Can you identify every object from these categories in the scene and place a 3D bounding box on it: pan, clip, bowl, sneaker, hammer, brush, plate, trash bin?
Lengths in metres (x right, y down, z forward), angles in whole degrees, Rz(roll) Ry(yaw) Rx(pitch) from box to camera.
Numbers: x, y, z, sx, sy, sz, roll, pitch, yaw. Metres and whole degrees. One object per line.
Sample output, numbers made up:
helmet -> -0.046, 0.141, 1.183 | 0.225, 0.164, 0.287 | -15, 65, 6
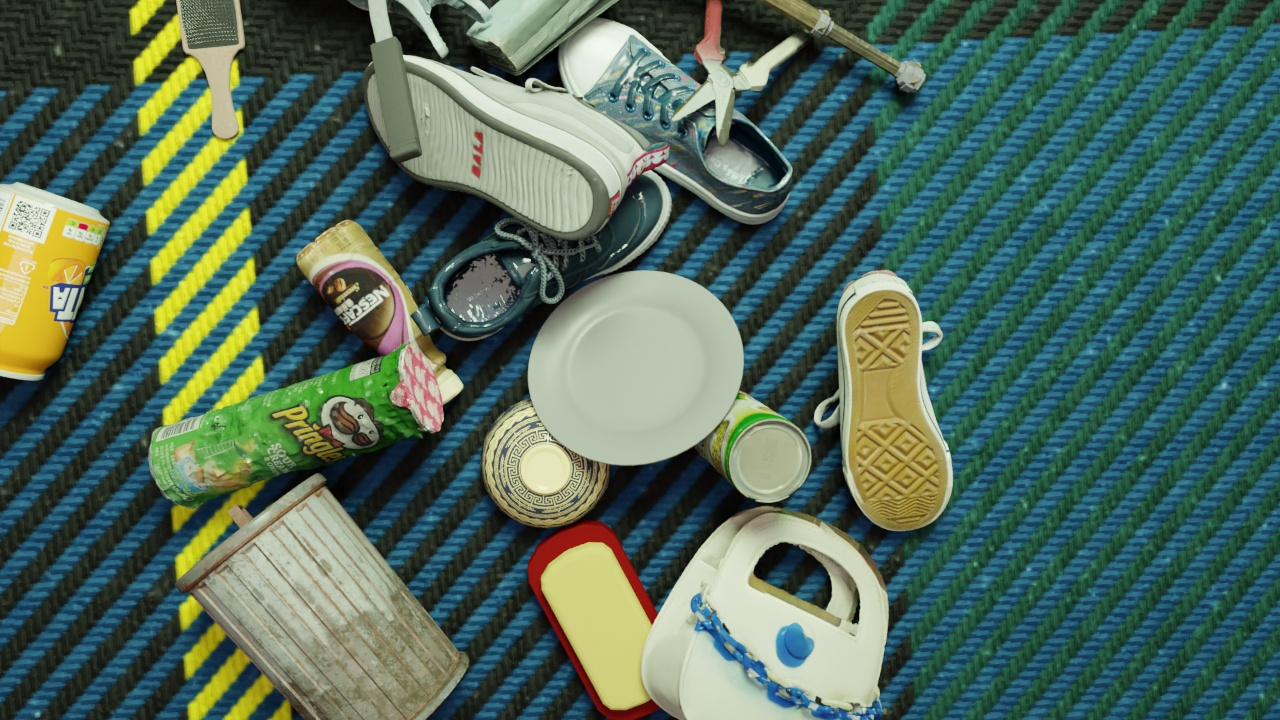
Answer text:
pan -> -0.205, -0.301, 0.702 | 0.179, 0.041, 0.356 | -17, 70, 6
clip -> -0.169, -0.330, 0.742 | 0.171, 0.029, 0.141 | 39, 85, 18
bowl -> -0.078, 0.087, 0.763 | 0.112, 0.061, 0.112 | 0, 91, -4
sneaker -> -0.078, -0.090, 0.747 | 0.235, 0.087, 0.089 | -34, 94, -4
hammer -> 0.103, -0.307, 0.760 | 0.316, 0.146, 0.028 | 25, 120, -13
sneaker -> 0.205, 0.031, 0.772 | 0.118, 0.087, 0.241 | -11, 115, 7
brush -> -0.354, -0.252, 0.761 | 0.050, 0.015, 0.135 | -8, 91, -5
plate -> -0.005, 0.004, 0.756 | 0.178, 0.012, 0.178 | -4, 62, 8
sneaker -> -0.104, -0.187, 0.732 | 0.263, 0.128, 0.097 | 26, 129, 22
brush -> -0.029, 0.222, 0.778 | 0.082, 0.042, 0.173 | -28, 93, -4
trash bin -> -0.249, 0.197, 0.718 | 0.131, 0.131, 0.211 | -39, 95, -3
sneaker -> 0.029, -0.198, 0.759 | 0.235, 0.079, 0.087 | 38, 87, -4

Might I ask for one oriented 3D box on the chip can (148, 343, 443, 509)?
chip can -> -0.272, 0.054, 0.723 | 0.223, 0.075, 0.075 | -18, 92, 8

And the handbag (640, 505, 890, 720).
handbag -> 0.118, 0.225, 0.752 | 0.200, 0.093, 0.199 | 28, 79, -20

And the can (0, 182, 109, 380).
can -> -0.482, -0.062, 0.722 | 0.079, 0.079, 0.142 | 20, 89, -4

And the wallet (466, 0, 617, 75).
wallet -> -0.075, -0.288, 0.741 | 0.131, 0.100, 0.054 | -40, 120, -3

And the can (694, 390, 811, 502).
can -> 0.086, 0.066, 0.744 | 0.067, 0.121, 0.067 | -2, 99, -11

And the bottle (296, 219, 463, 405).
bottle -> -0.208, -0.033, 0.755 | 0.059, 0.059, 0.166 | -37, 102, -3

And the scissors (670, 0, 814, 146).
scissors -> 0.080, -0.250, 0.754 | 0.179, 0.015, 0.193 | -10, 64, -26
